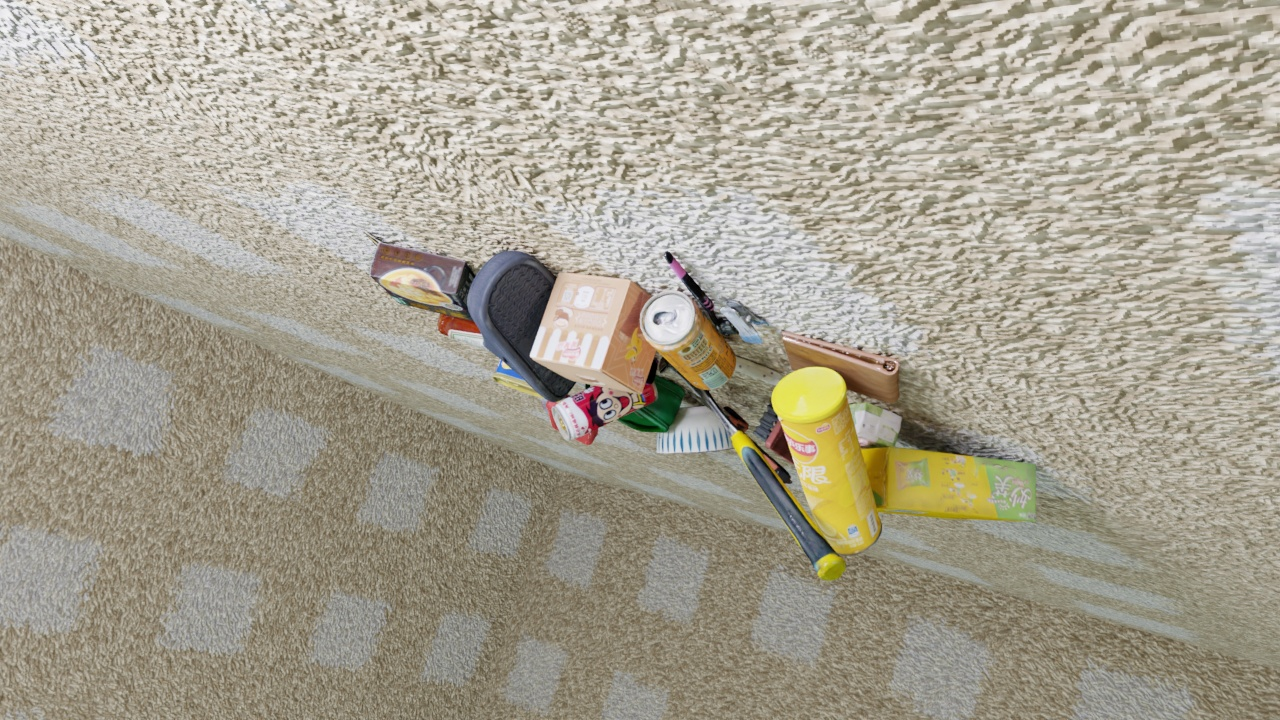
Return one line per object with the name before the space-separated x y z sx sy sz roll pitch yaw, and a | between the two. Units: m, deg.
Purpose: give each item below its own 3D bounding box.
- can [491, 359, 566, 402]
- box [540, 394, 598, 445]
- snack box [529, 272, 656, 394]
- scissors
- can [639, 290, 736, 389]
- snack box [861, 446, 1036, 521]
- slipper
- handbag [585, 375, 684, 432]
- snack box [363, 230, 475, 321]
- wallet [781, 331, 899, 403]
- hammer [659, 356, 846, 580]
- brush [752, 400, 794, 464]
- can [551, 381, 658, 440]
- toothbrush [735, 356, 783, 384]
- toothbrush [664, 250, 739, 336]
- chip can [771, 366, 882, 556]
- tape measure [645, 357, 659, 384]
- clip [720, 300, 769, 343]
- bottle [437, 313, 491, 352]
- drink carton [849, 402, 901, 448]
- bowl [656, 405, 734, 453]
can | -0.135 0.002 1.225 0.102 0.083 0.057 18 168 5
box | -0.117 0.057 1.355 0.154 0.074 0.201 55 171 9
snack box | -0.040 -0.027 0.918 0.093 0.094 0.077 10 166 36
scissors | 0.118 0.083 1.184 0.189 0.015 0.225 49 -171 27
can | 0.050 -0.018 0.913 0.058 0.058 0.146 13 167 25
snack box | 0.333 0.148 1.087 0.210 0.070 0.158 8 170 -19
slipper | -0.123 -0.046 0.984 0.083 0.110 0.268 31 169 25
handbag | -0.008 0.050 1.312 0.120 0.068 0.131 33 165 -21
snack box | -0.253 -0.095 1.062 0.126 0.053 0.113 12 168 5
wallet | 0.196 0.006 0.897 0.115 0.020 0.101 17 167 21
hammer | 0.114 0.099 0.985 0.126 0.032 0.323 36 -164 -51
brush | 0.206 0.105 1.219 0.069 0.063 0.145 28 175 30
can | -0.047 0.056 1.202 0.053 0.132 0.053 54 159 31
toothbrush | 0.074 -0.009 1.023 0.187 0.016 0.017 21 176 -9
toothbrush | 0.058 -0.057 0.833 0.018 0.014 0.189 2 162 23
chip can | 0.194 0.106 0.931 0.072 0.071 0.213 10 138 38
tape measure | -0.007 0.007 1.158 0.057 0.039 0.058 15 178 -33
clip | 0.095 -0.038 0.850 0.027 0.043 0.058 12 159 43
bottle | -0.153 -0.030 1.168 0.206 0.059 0.060 19 168 -4
drink carton | 0.249 0.081 1.085 0.053 0.045 0.123 22 167 -16
bowl | 0.079 0.100 1.344 0.116 0.066 0.116 -4 178 0
